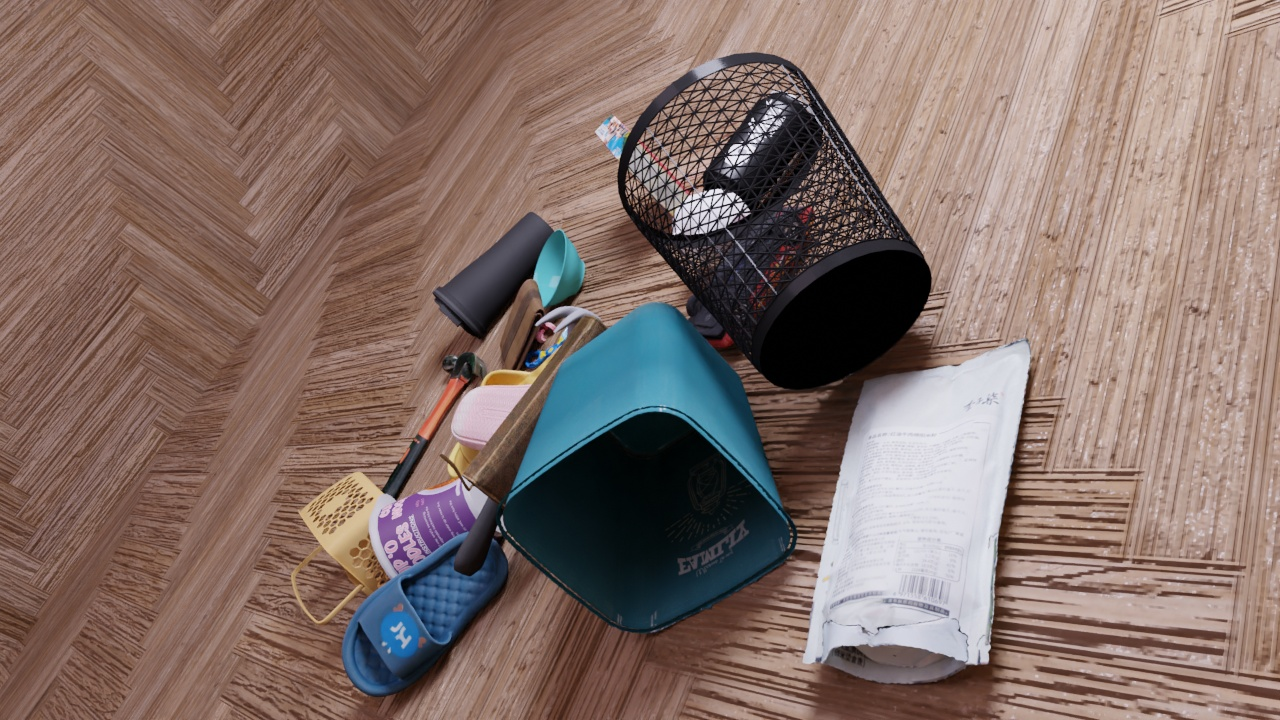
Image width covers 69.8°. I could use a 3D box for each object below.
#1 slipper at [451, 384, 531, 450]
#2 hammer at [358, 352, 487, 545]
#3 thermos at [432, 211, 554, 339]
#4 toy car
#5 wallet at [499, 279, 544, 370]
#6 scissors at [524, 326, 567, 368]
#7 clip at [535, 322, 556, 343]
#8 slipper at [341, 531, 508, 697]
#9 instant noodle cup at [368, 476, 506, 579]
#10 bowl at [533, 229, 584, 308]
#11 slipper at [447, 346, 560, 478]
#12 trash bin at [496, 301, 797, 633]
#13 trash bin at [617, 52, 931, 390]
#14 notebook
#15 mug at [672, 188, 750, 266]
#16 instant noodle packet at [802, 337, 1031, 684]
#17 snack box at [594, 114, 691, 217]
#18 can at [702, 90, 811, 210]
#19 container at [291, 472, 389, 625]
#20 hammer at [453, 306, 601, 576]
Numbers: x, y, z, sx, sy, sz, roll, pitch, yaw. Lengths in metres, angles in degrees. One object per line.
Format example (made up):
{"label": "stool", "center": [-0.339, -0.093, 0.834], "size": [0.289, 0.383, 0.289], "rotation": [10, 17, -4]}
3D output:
{"label": "slipper", "center": [-0.131, 0.078, 1.084], "size": [0.222, 0.055, 0.106], "rotation": [9, 66, 31]}
{"label": "hammer", "center": [-0.329, 0.128, 1.359], "size": [0.133, 0.033, 0.332], "rotation": [-2, 53, 51]}
{"label": "thermos", "center": [-0.230, -0.140, 1.484], "size": [0.218, 0.106, 0.106], "rotation": [-46, 29, -8]}
{"label": "toy car", "center": [0.119, -0.094, 1.003], "size": [0.189, 0.056, 0.082], "rotation": [-55, 29, -14]}
{"label": "wallet", "center": [-0.171, -0.046, 1.322], "size": [0.121, 0.027, 0.098], "rotation": [-62, 26, 23]}
{"label": "scissors", "center": [-0.119, -0.014, 1.269], "size": [0.126, 0.013, 0.129], "rotation": [4, 59, 56]}
{"label": "clip", "center": [-0.144, -0.044, 1.330], "size": [0.059, 0.023, 0.049], "rotation": [9, 60, 50]}
{"label": "slipper", "center": [-0.237, 0.268, 0.989], "size": [0.213, 0.104, 0.059], "rotation": [-43, -11, -3]}
{"label": "instant noodle cup", "center": [-0.230, 0.187, 1.069], "size": [0.122, 0.122, 0.136], "rotation": [-31, 64, 9]}
{"label": "bowl", "center": [-0.114, -0.126, 1.342], "size": [0.121, 0.046, 0.121], "rotation": [-41, 42, 51]}
{"label": "slipper", "center": [-0.170, 0.050, 1.191], "size": [0.264, 0.078, 0.099], "rotation": [-40, 27, 15]}
{"label": "trash bin", "center": [0.008, 0.079, 0.820], "size": [0.197, 0.199, 0.218], "rotation": [-34, 25, 21]}
{"label": "trash bin", "center": [0.124, -0.117, 0.833], "size": [0.217, 0.217, 0.243], "rotation": [-39, 53, 15]}
{"label": "notebook", "center": [-0.085, 0.066, 0.948], "size": [0.034, 0.190, 0.215], "rotation": [21, 71, 48]}
{"label": "mug", "center": [0.077, -0.151, 1.073], "size": [0.123, 0.090, 0.076], "rotation": [-24, 24, -38]}
{"label": "instant noodle packet", "center": [0.205, 0.101, 0.674], "size": [0.147, 0.057, 0.268], "rotation": [-15, 37, 41]}
{"label": "snack box", "center": [0.011, -0.261, 1.261], "size": [0.040, 0.142, 0.145], "rotation": [-44, 29, 9]}
{"label": "can", "center": [0.146, -0.256, 1.138], "size": [0.146, 0.080, 0.080], "rotation": [-53, 30, -9]}
{"label": "container", "center": [-0.375, 0.245, 1.175], "size": [0.166, 0.129, 0.184], "rotation": [-46, 28, -16]}
{"label": "hammer", "center": [-0.121, 0.083, 0.981], "size": [0.029, 0.125, 0.310], "rotation": [20, 78, 27]}
